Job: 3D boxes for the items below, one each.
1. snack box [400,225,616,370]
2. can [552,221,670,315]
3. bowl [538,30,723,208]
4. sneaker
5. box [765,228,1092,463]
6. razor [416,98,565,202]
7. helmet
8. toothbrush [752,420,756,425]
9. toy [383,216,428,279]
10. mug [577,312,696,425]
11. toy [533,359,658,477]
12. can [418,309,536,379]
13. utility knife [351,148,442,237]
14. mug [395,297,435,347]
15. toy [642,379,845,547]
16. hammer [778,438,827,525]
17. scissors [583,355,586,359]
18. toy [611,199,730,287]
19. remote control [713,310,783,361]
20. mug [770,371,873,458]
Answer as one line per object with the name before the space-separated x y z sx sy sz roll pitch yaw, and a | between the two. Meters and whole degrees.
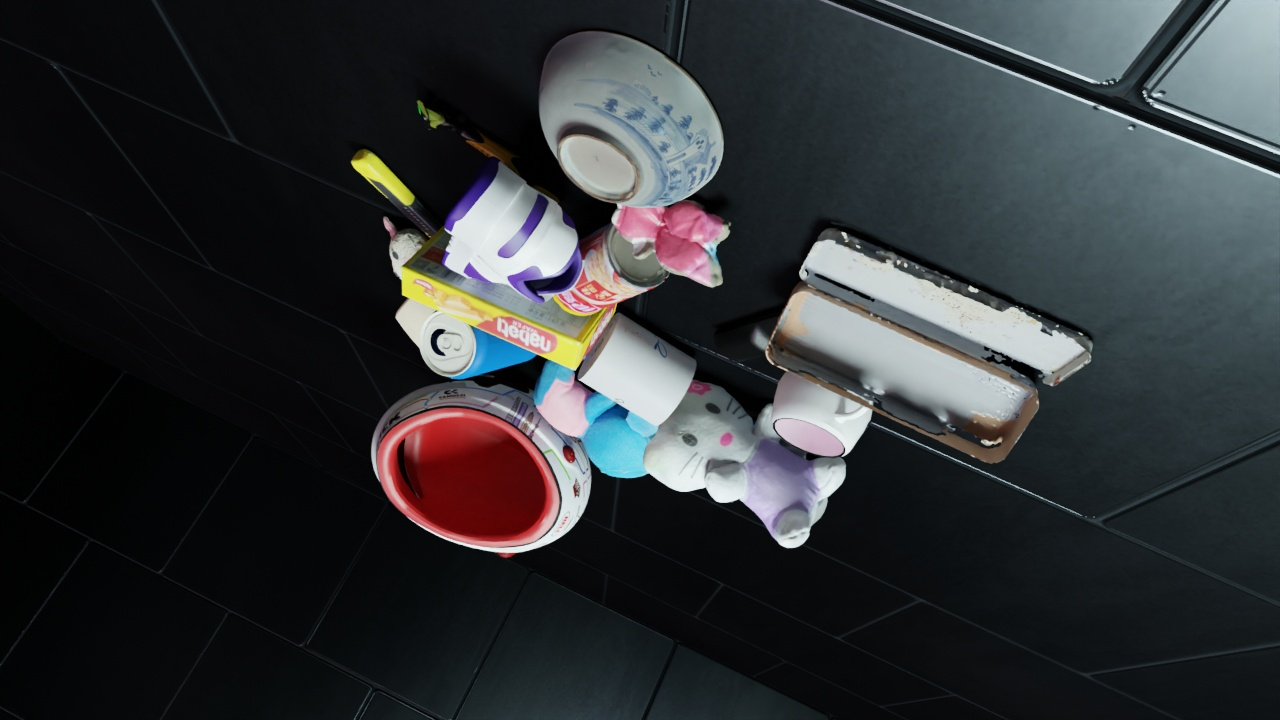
snack box | -0.131 -0.069 0.926 0.201 0.091 0.042 23 137 10
can | -0.030 -0.084 0.822 0.066 0.066 0.125 36 156 -20
bowl | -0.018 -0.156 0.658 0.151 0.056 0.151 23 153 12
sneaker | -0.103 -0.098 0.799 0.111 0.091 0.244 34 173 -7
box | 0.219 -0.013 0.724 0.216 0.071 0.157 25 146 6
razor | -0.127 -0.178 0.786 0.144 0.021 0.044 32 177 -10
helmet | -0.220 0.137 1.300 0.314 0.231 0.236 30 -170 -17
toothbrush | 0.097 0.076 1.096 0.133 0.016 0.021 2 149 47
toy | -0.251 -0.114 1.031 0.112 0.050 0.087 42 155 6
mug | -0.006 0.006 0.992 0.096 0.083 0.119 32 -174 -11
toy | -0.051 0.069 1.156 0.191 0.098 0.225 37 154 2
can | -0.169 -0.028 1.000 0.079 0.079 0.145 18 -165 20
utility knife | -0.220 -0.139 0.980 0.029 0.020 0.233 10 154 41
mug | -0.233 -0.050 1.120 0.104 0.085 0.112 42 128 -6
toy | 0.108 0.107 0.993 0.209 0.137 0.086 30 157 17
hammer | 0.107 0.141 1.164 0.313 0.035 0.139 6 123 53
scissors | -0.096 -0.025 1.094 0.130 0.014 0.126 31 158 -8
toy | 0.029 -0.107 0.747 0.102 0.050 0.066 25 123 16
remote control | 0.122 -0.022 0.849 0.045 0.021 0.141 34 156 -20
mug | 0.177 0.037 0.842 0.090 0.076 0.124 33 157 -14
